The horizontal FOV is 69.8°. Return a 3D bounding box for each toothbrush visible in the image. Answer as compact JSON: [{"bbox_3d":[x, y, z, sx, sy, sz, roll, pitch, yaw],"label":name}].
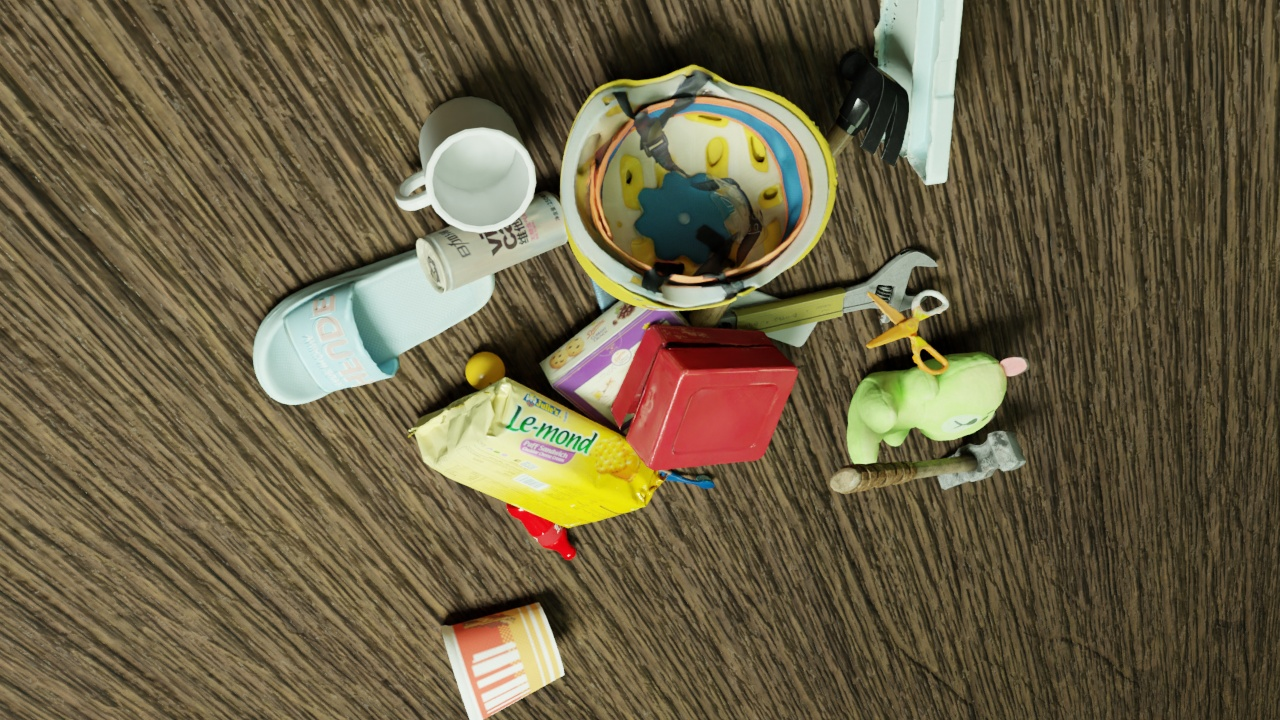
[{"bbox_3d":[0.027,0.137,1.098,0.135,0.017,0.022,11,114,-20],"label":"toothbrush"}]

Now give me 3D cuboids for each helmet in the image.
[{"bbox_3d":[0.040,-0.141,0.830,0.239,0.140,0.209,-8,84,-13],"label":"helmet"}]

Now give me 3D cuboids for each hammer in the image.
[{"bbox_3d":[0.142,-0.145,0.894,0.040,0.132,0.306,22,120,-26],"label":"hammer"},{"bbox_3d":[0.329,0.129,1.078,0.318,0.049,0.122,1,155,-43],"label":"hammer"}]

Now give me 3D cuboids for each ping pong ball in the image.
[{"bbox_3d":[-0.159,0.011,0.941,0.040,0.040,0.040,-8,124,-12],"label":"ping pong ball"}]

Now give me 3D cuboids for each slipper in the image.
[{"bbox_3d":[-0.250,-0.034,0.863,0.245,0.074,0.104,-26,125,-1],"label":"slipper"}]

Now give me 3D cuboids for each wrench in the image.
[{"bbox_3d":[0.203,-0.065,1.008,0.273,0.018,0.084,-12,119,-14],"label":"wrench"}]

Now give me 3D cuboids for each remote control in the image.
[{"bbox_3d":[0.130,-0.053,1.008,0.146,0.008,0.045,17,115,-26],"label":"remote control"}]

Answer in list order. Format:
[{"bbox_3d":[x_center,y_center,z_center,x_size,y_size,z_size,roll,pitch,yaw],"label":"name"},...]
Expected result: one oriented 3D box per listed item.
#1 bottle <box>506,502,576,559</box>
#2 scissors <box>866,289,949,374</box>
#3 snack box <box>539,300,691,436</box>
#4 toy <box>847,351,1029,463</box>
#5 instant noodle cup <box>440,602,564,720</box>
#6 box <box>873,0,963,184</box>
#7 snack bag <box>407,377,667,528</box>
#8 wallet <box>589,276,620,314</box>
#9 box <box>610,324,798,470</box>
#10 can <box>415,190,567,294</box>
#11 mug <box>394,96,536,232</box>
[{"bbox_3d":[-0.112,0.196,1.077,0.036,0.036,0.119,-32,126,4],"label":"bottle"},{"bbox_3d":[0.300,-0.041,1.014,0.125,0.011,0.128,40,67,-8],"label":"scissors"},{"bbox_3d":[-0.006,0.006,0.967,0.143,0.040,0.148,-37,137,8],"label":"snack box"},{"bbox_3d":[0.337,0.047,1.083,0.196,0.107,0.150,-18,145,-16],"label":"toy"},{"bbox_3d":[-0.167,0.363,1.125,0.121,0.123,0.123,-18,126,-15],"label":"instant noodle cup"},{"bbox_3d":[0.250,-0.272,0.825,0.041,0.134,0.197,-8,124,-3],"label":"box"},{"bbox_3d":[-0.103,0.108,0.962,0.247,0.068,0.160,30,142,-30],"label":"snack bag"},{"bbox_3d":[0.003,-0.099,0.929,0.115,0.026,0.089,-21,127,-3],"label":"wallet"},{"bbox_3d":[0.067,0.037,0.941,0.157,0.092,0.130,1,124,-30],"label":"box"},{"bbox_3d":[-0.132,-0.110,0.837,0.135,0.054,0.054,-26,129,-27],"label":"can"},{"bbox_3d":[-0.157,-0.165,0.797,0.121,0.090,0.091,-24,126,-1],"label":"mug"}]
